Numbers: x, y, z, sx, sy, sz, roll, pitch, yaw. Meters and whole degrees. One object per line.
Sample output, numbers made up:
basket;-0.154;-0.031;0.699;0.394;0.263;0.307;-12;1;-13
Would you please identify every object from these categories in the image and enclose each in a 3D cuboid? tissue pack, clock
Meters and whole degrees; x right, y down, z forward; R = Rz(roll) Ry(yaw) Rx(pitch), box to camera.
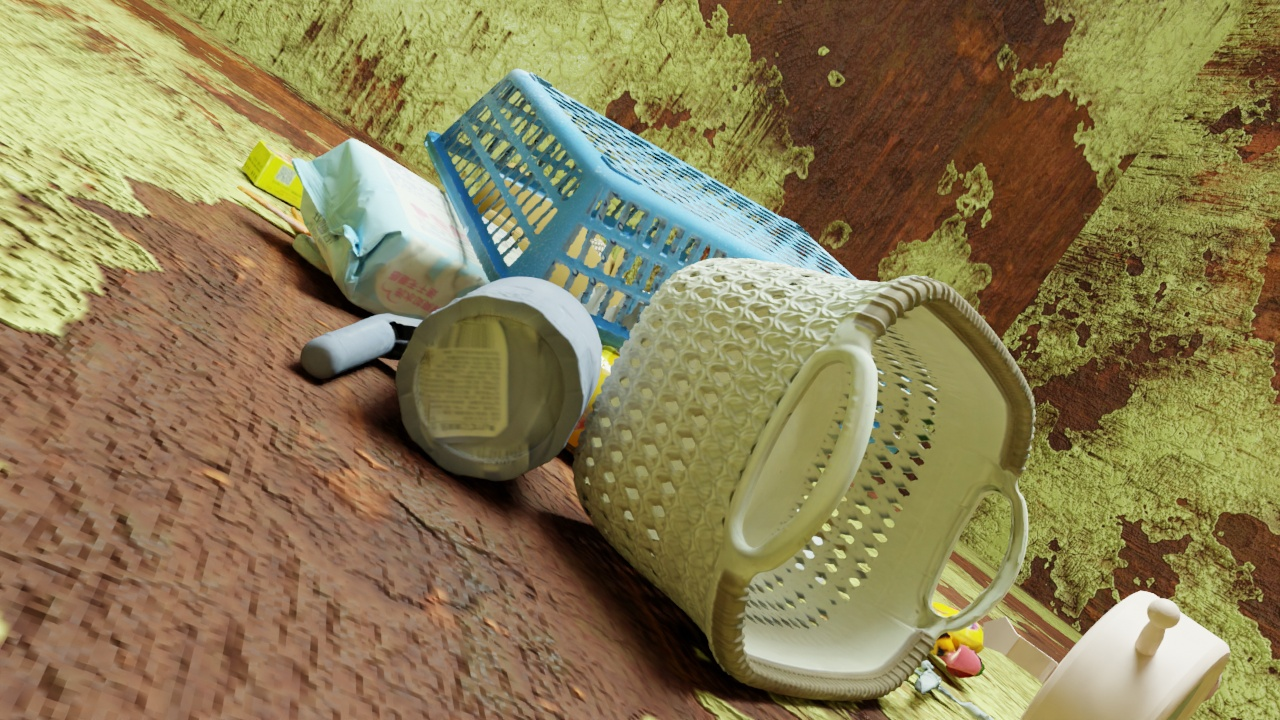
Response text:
tissue pack;-0.137;-0.063;0.594;0.181;0.070;0.112;29;21;-49
clock;0.255;0.189;0.513;0.160;0.131;0.086;30;7;-44

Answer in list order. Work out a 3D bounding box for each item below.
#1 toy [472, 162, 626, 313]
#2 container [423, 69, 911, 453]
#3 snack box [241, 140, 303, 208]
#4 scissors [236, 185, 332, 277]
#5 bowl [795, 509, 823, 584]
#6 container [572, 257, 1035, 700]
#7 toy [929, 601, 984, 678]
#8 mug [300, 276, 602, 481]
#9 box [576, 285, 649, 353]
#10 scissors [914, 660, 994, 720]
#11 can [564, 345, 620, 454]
toy;-0.090;-0.105;0.980;0.203;0.162;0.198;45;6;-6
container;0.039;-0.079;0.677;0.361;0.089;0.257;21;22;-34
snack box;-0.251;-0.128;0.756;0.148;0.029;0.040;30;7;-48
scissors;-0.216;-0.078;0.616;0.125;0.011;0.127;35;4;-16
bowl;0.081;0.105;0.675;0.149;0.043;0.149;35;5;-4
container;0.087;0.055;0.447;0.143;0.184;0.246;26;-4;39
toy;0.221;0.202;0.689;0.103;0.046;0.084;28;14;-32
mug;-0.081;0.001;0.425;0.124;0.084;0.104;11;8;-1
box;-0.014;-0.002;0.688;0.126;0.109;0.136;36;4;10
scissors;0.198;0.214;0.586;0.173;0.014;0.141;37;2;6
can;-0.001;0.044;0.553;0.105;0.068;0.067;35;5;1
